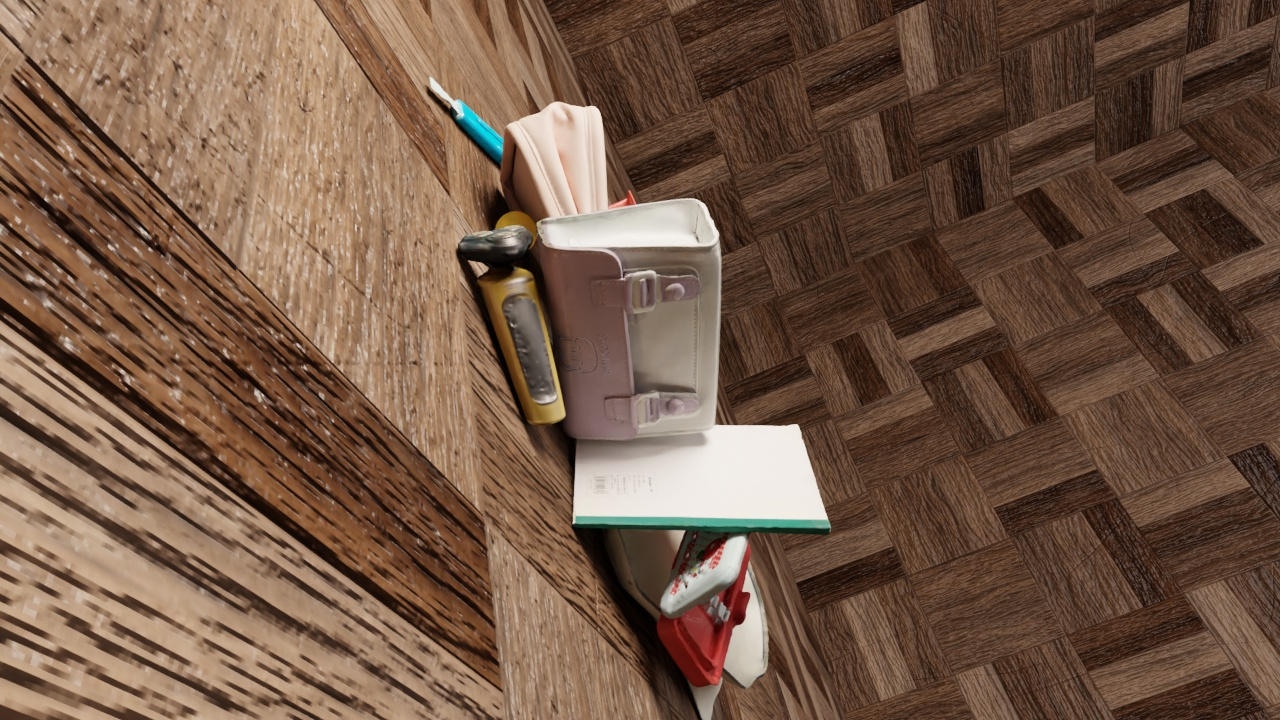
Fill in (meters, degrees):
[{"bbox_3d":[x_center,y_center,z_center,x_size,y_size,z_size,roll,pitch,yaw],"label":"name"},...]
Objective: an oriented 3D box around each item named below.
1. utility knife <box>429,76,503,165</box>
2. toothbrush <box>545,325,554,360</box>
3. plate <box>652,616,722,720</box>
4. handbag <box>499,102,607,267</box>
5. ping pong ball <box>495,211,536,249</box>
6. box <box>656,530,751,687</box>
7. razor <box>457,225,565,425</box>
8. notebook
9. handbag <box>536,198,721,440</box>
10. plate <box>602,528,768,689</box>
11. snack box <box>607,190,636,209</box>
[{"bbox_3d":[-0.175,-0.246,0.950,0.209,0.018,0.034,28,40,-76],"label":"utility knife"},{"bbox_3d":[-0.075,0.000,0.889,0.026,0.027,0.213,17,-25,35],"label":"toothbrush"},{"bbox_3d":[0.053,0.272,0.946,0.163,0.034,0.164,-70,136,-79],"label":"plate"},{"bbox_3d":[-0.063,-0.117,0.908,0.193,0.093,0.234,131,-59,-77],"label":"handbag"},{"bbox_3d":[-0.119,-0.122,0.877,0.040,0.040,0.040,-22,89,-83],"label":"ping pong ball"},{"bbox_3d":[0.081,0.175,0.808,0.112,0.100,0.200,57,26,-14],"label":"box"},{"bbox_3d":[-0.095,-0.029,0.728,0.068,0.062,0.167,-32,-106,65],"label":"razor"},{"bbox_3d":[0.047,0.098,0.796,0.150,0.209,0.012,-94,-174,-61],"label":"notebook"},{"bbox_3d":[-0.007,-0.028,0.783,0.098,0.145,0.197,-99,-175,-54],"label":"handbag"},{"bbox_3d":[0.042,0.202,0.867,0.266,0.034,0.161,48,30,-32],"label":"plate"},{"bbox_3d":[-0.012,-0.113,1.021,0.127,0.044,0.113,117,-50,-82],"label":"snack box"}]
